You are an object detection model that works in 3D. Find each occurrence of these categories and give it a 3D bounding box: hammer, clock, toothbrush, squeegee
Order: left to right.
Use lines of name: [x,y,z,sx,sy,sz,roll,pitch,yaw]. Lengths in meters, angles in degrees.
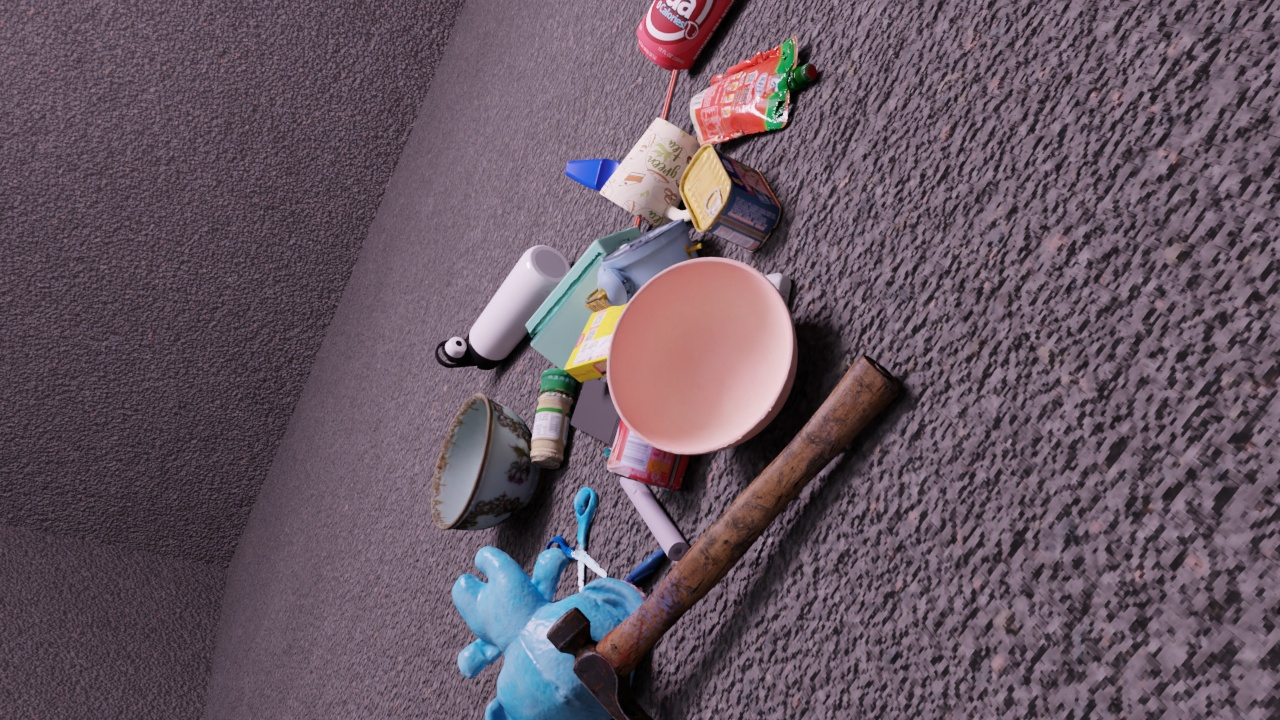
squeegee: [-0.032,-0.214,1.078,0.185,0.055,0.249,25,104,49]
toothbrush: [-0.015,0.204,0.802,0.016,0.021,0.133,48,121,22]
clock: [0.000,-0.088,0.878,0.124,0.051,0.088,-28,12,4]
toothbrush: [0.000,0.122,0.826,0.018,0.019,0.188,-66,26,13]
hammer: [0.067,0.133,0.647,0.120,0.033,0.331,44,111,14]

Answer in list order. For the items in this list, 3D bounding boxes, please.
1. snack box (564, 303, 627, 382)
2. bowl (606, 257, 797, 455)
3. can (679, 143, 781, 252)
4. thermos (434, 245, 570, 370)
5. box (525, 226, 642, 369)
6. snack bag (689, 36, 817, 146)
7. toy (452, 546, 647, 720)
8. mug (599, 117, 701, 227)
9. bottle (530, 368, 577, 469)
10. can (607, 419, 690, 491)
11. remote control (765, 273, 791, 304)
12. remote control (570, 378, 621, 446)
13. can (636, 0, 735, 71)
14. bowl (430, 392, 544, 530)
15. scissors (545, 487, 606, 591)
snack box: [-0.011,-0.025,0.901,0.153,0.025,0.075,-15,43,50]
bowl: [0.057,0.003,0.711,0.153,0.076,0.153,-7,73,25]
can: [0.079,-0.143,0.813,0.054,0.059,0.099,-55,30,29]
thermos: [-0.186,-0.063,1.226,0.231,0.101,0.068,-44,56,43]
box: [-0.049,-0.054,1.009,0.091,0.077,0.189,58,138,9]
snack bag: [0.107,-0.252,0.863,0.155,0.044,0.087,-3,75,58]
toy: [-0.084,0.239,0.787,0.180,0.114,0.183,40,95,24]
mug: [0.029,-0.186,0.943,0.122,0.081,0.097,39,101,41]
bottle: [-0.098,0.066,1.032,0.043,0.042,0.109,-28,50,54]
can: [0.019,0.047,0.789,0.067,0.066,0.124,6,78,63]
remote control: [0.078,-0.044,0.787,0.134,0.022,0.050,-7,66,61]
remote control: [-0.035,0.053,0.949,0.133,0.013,0.058,18,88,64]
can: [0.058,-0.393,1.007,0.143,0.074,0.074,-51,32,34]
bowl: [-0.168,0.127,1.063,0.160,0.093,0.159,-42,38,44]
scissors: [-0.065,0.195,0.915,0.117,0.014,0.129,-43,41,38]
